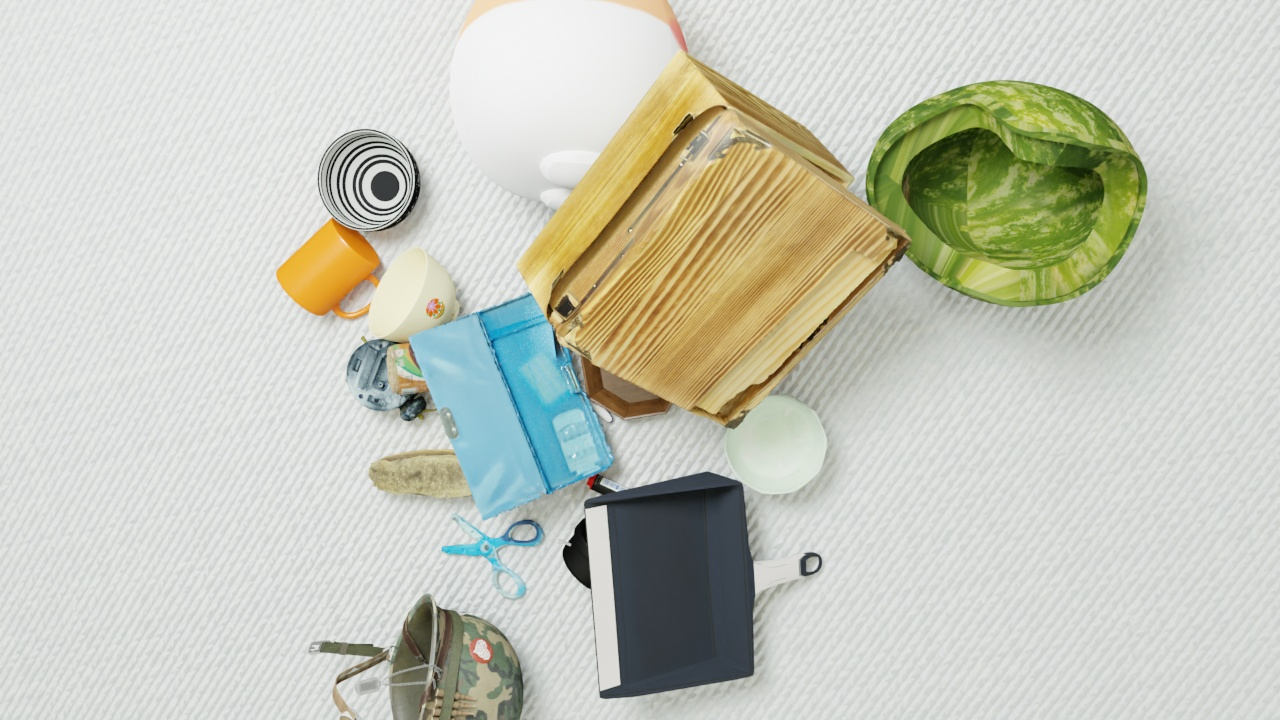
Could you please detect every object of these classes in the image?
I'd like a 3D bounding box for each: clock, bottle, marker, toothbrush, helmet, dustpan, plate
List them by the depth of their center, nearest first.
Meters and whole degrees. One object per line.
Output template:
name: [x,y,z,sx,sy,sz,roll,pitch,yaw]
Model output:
helmet: [0.368,-0.176,0.940,0.242,0.247,0.213,-10,120,-31]
dustpan: [0.082,0.255,1.061,0.272,0.080,0.236,-8,98,-31]
helmet: [-0.255,0.382,1.070,0.236,0.193,0.224,-7,107,-19]
bottle: [-0.214,0.003,1.090,0.167,0.059,0.059,-6,93,-21]
clock: [-0.040,0.242,1.091,0.120,0.091,0.043,42,107,7]
plate: [-0.006,0.007,1.103,0.131,0.025,0.131,0,94,7]
marker: [0.003,0.173,1.115,0.145,0.021,0.023,24,88,5]
toothbrush: [-0.099,0.007,1.120,0.015,0.016,0.186,-44,87,5]
clock: [-0.298,0.022,1.128,0.129,0.052,0.090,23,96,6]

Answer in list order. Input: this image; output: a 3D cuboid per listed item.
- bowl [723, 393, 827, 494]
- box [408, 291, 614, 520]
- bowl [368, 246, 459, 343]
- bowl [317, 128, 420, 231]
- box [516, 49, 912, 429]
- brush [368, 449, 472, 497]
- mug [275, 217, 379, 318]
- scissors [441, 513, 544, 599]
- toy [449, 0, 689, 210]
bowl: [0.157,0.094,1.071,0.117,0.061,0.117,1,94,8]
box: [-0.148,0.048,1.065,0.174,0.034,0.231,-21,90,-22]
bowl: [-0.261,-0.067,1.102,0.074,0.118,0.118,29,99,-38]
bowl: [-0.319,-0.214,1.108,0.120,0.066,0.120,0,94,7]
box: [0.063,-0.105,0.898,0.280,0.258,0.220,-47,53,25]
brush: [-0.245,0.140,1.133,0.195,0.043,0.059,1,93,8]
mug: [-0.369,-0.103,1.124,0.096,0.077,0.112,-41,116,8]
scissors: [-0.180,0.228,1.148,0.137,0.012,0.127,43,98,4]
toy: [-0.066,-0.303,0.979,0.265,0.263,0.280,3,76,-5]
